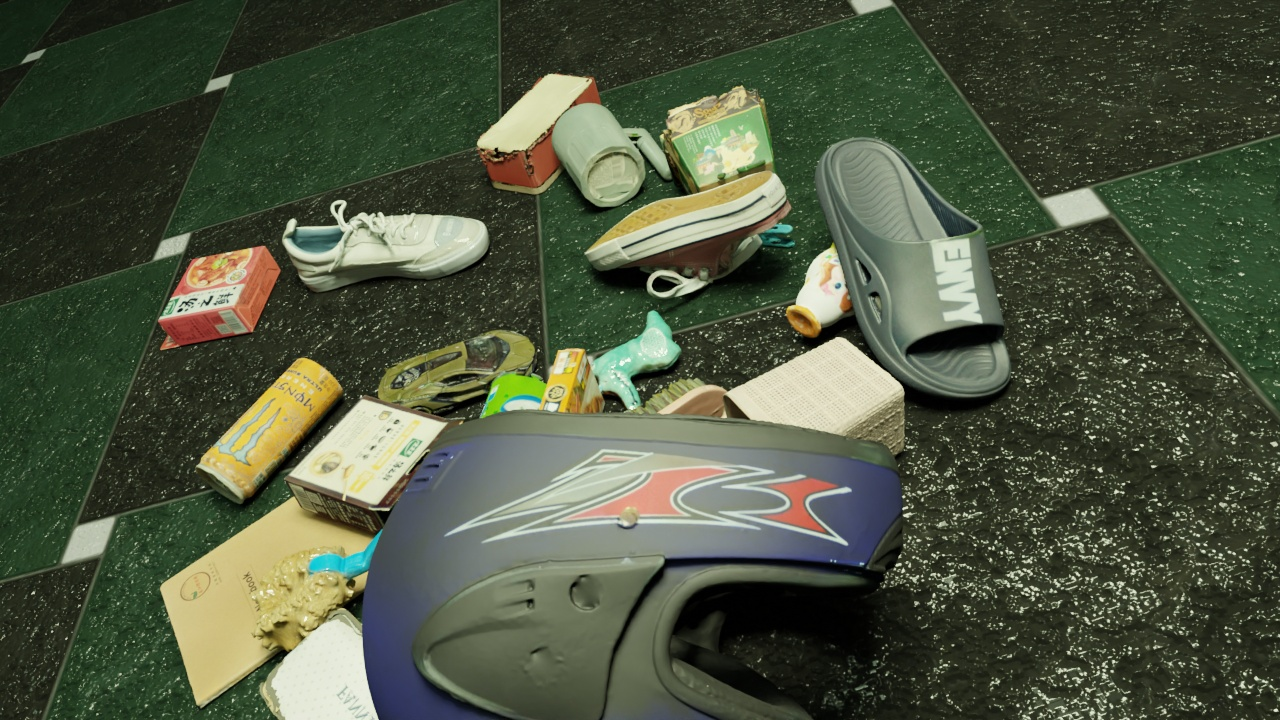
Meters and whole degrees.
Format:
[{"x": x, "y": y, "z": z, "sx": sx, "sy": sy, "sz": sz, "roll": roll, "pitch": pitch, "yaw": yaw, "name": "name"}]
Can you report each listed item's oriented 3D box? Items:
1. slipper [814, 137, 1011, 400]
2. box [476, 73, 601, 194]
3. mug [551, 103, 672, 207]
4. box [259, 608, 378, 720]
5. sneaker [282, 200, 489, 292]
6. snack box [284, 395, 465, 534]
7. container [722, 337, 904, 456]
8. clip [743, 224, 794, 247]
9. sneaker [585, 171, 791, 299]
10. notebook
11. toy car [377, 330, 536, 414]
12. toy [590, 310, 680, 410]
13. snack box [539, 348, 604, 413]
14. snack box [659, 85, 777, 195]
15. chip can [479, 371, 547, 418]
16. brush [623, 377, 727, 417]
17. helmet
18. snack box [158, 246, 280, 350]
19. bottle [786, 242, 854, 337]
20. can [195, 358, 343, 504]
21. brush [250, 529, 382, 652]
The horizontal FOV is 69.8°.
[{"x": 0.224, "y": -0.092, "z": 0.761, "sx": 0.110, "sy": 0.083, "sz": 0.267, "roll": -14, "pitch": 65, "yaw": -10, "name": "slipper"}, {"x": -0.124, "y": -0.291, "z": 1.140, "sx": 0.091, "sy": 0.080, "sz": 0.167, "roll": 15, "pitch": 54, "yaw": 30, "name": "box"}, {"x": -0.030, "y": -0.238, "z": 1.064, "sx": 0.123, "sy": 0.084, "sz": 0.103, "roll": -6, "pitch": 41, "yaw": -21, "name": "mug"}, {"x": -0.185, "y": 0.260, "z": 0.646, "sx": 0.089, "sy": 0.059, "sz": 0.184, "roll": -43, "pitch": 50, "yaw": -20, "name": "box"}, {"x": -0.295, "y": -0.144, "z": 1.052, "sx": 0.242, "sy": 0.091, "sz": 0.089, "roll": -7, "pitch": 47, "yaw": 13, "name": "sneaker"}, {"x": -0.229, "y": 0.092, "z": 0.816, "sx": 0.126, "sy": 0.053, "sz": 0.113, "roll": 14, "pitch": 47, "yaw": 25, "name": "snack box"}, {"x": 0.137, "y": 0.050, "z": 0.710, "sx": 0.110, "sy": 0.090, "sz": 0.090, "roll": -29, "pitch": 45, "yaw": -13, "name": "container"}, {"x": 0.129, "y": -0.128, "z": 0.931, "sx": 0.056, "sy": 0.043, "sz": 0.014, "roll": 8, "pitch": 48, "yaw": 27, "name": "clip"}, {"x": 0.047, "y": -0.112, "z": 0.902, "sx": 0.242, "sy": 0.088, "sz": 0.118, "roll": -10, "pitch": 28, "yaw": 41, "name": "sneaker"}, {"x": -0.308, "y": 0.182, "z": 0.800, "sx": 0.207, "sy": 0.008, "sz": 0.148, "roll": -35, "pitch": 46, "yaw": -15, "name": "notebook"}, {"x": -0.178, "y": 0.011, "z": 0.897, "sx": 0.158, "sy": 0.042, "sz": 0.070, "roll": -19, "pitch": 44, "yaw": -3, "name": "toy car"}, {"x": -0.005, "y": 0.005, "z": 0.848, "sx": 0.092, "sy": 0.030, "sz": 0.096, "roll": -28, "pitch": 52, "yaw": 0, "name": "toy"}, {"x": -0.065, "y": 0.070, "z": 0.771, "sx": 0.026, "sy": 0.075, "sz": 0.153, "roll": -2, "pitch": 47, "yaw": 17, "name": "snack box"}, {"x": 0.092, "y": -0.201, "z": 0.964, "sx": 0.118, "sy": 0.117, "sz": 0.105, "roll": -18, "pitch": 56, "yaw": 6, "name": "snack box"}, {"x": -0.123, "y": 0.117, "z": 0.751, "sx": 0.072, "sy": 0.072, "sz": 0.235, "roll": -2, "pitch": 46, "yaw": 18, "name": "chip can"}, {"x": 0.018, "y": 0.070, "z": 0.751, "sx": 0.145, "sy": 0.063, "sz": 0.073, "roll": -33, "pitch": 41, "yaw": -15, "name": "brush"}, {"x": -0.006, "y": 0.164, "z": 0.546, "sx": 0.316, "sy": 0.247, "sz": 0.240, "roll": 0, "pitch": 76, "yaw": 12, "name": "helmet"}, {"x": -0.512, "y": -0.076, "z": 1.098, "sx": 0.127, "sy": 0.044, "sz": 0.113, "roll": -10, "pitch": 45, "yaw": 11, "name": "snack box"}, {"x": 0.177, "y": -0.067, "z": 0.825, "sx": 0.063, "sy": 0.063, "sz": 0.108, "roll": 28, "pitch": 62, "yaw": 38, "name": "bottle"}, {"x": -0.358, "y": 0.066, "z": 0.894, "sx": 0.058, "sy": 0.058, "sz": 0.145, "roll": 15, "pitch": 54, "yaw": 31, "name": "can"}, {"x": -0.208, "y": 0.144, "z": 0.715, "sx": 0.255, "sy": 0.046, "sz": 0.083, "roll": -34, "pitch": 35, "yaw": 15, "name": "brush"}]
